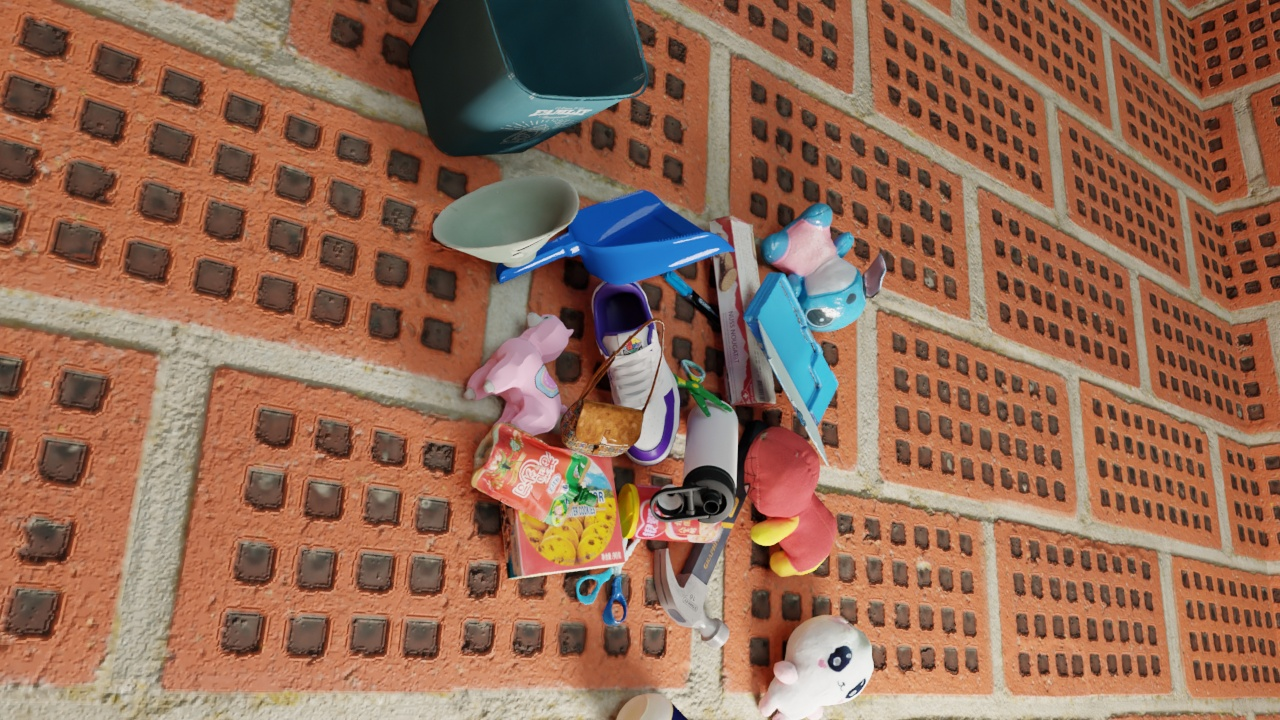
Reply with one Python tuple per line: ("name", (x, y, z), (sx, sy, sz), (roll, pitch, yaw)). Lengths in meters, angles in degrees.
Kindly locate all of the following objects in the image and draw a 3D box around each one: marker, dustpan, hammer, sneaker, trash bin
("marker", (0.078, -0.087, 1.300), (0.123, 0.015, 0.018), (40, 54, -26))
("dustpan", (-0.051, -0.137, 1.129), (0.257, 0.245, 0.059), (-25, 118, -8))
("hammer", (0.115, 0.214, 1.241), (0.139, 0.035, 0.311), (43, 56, -20))
("sneaker", (-0.007, 0.006, 1.131), (0.092, 0.111, 0.244), (-13, 82, 1))
("trash bin", (-0.144, -0.349, 1.061), (0.196, 0.219, 0.199), (-14, 87, -39))

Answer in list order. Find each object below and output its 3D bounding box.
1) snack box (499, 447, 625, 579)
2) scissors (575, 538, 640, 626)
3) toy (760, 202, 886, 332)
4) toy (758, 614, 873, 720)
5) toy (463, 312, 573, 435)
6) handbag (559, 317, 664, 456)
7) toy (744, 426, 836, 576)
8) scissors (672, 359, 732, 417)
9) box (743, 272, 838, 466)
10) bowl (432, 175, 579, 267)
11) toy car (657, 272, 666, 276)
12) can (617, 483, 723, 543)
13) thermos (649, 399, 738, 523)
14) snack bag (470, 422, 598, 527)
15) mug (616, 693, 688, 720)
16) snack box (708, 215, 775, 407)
("snack box", (-0.094, 0.176, 1.076), (0.142, 0.040, 0.145), (1, 74, -37))
("scissors", (-0.024, 0.264, 1.134), (0.083, 0.016, 0.134), (50, 49, -12))
("toy", (0.262, -0.126, 1.406), (0.224, 0.099, 0.191), (-34, 99, -10))
("toy", (0.234, 0.425, 1.246), (0.179, 0.101, 0.139), (-40, 118, -18))
("toy", (-0.129, 0.019, 1.079), (0.157, 0.067, 0.123), (-41, 105, -42))
("handbag", (-0.017, 0.035, 1.047), (0.093, 0.196, 0.043), (12, 34, -29))
("toy", (0.204, 0.185, 1.242), (0.147, 0.099, 0.216), (-60, 138, -48))
("scissors", (0.077, 0.035, 1.224), (0.132, 0.012, 0.107), (32, 33, 20))
("box", (0.212, 0.018, 1.305), (0.243, 0.060, 0.175), (56, 36, -37))
("bowl", (-0.149, -0.147, 1.068), (0.173, 0.174, 0.068), (-45, 138, -36))
("toy car", (0.038, -0.149, 1.261), (0.091, 0.036, 0.042), (-31, 72, -39))
("can", (0.035, 0.191, 1.141), (0.124, 0.067, 0.066), (7, 73, -20))
("thermos", (0.071, 0.124, 1.148), (0.229, 0.101, 0.068), (-76, 161, -67))
("snack bag", (-0.112, 0.132, 1.026), (0.155, 0.044, 0.087), (29, 80, -28))
("mug", (0.019, 0.435, 1.085), (0.089, 0.086, 0.111), (50, 18, -14))
("snack box", (0.144, -0.069, 1.321), (0.076, 0.044, 0.272), (8, 74, -57))
